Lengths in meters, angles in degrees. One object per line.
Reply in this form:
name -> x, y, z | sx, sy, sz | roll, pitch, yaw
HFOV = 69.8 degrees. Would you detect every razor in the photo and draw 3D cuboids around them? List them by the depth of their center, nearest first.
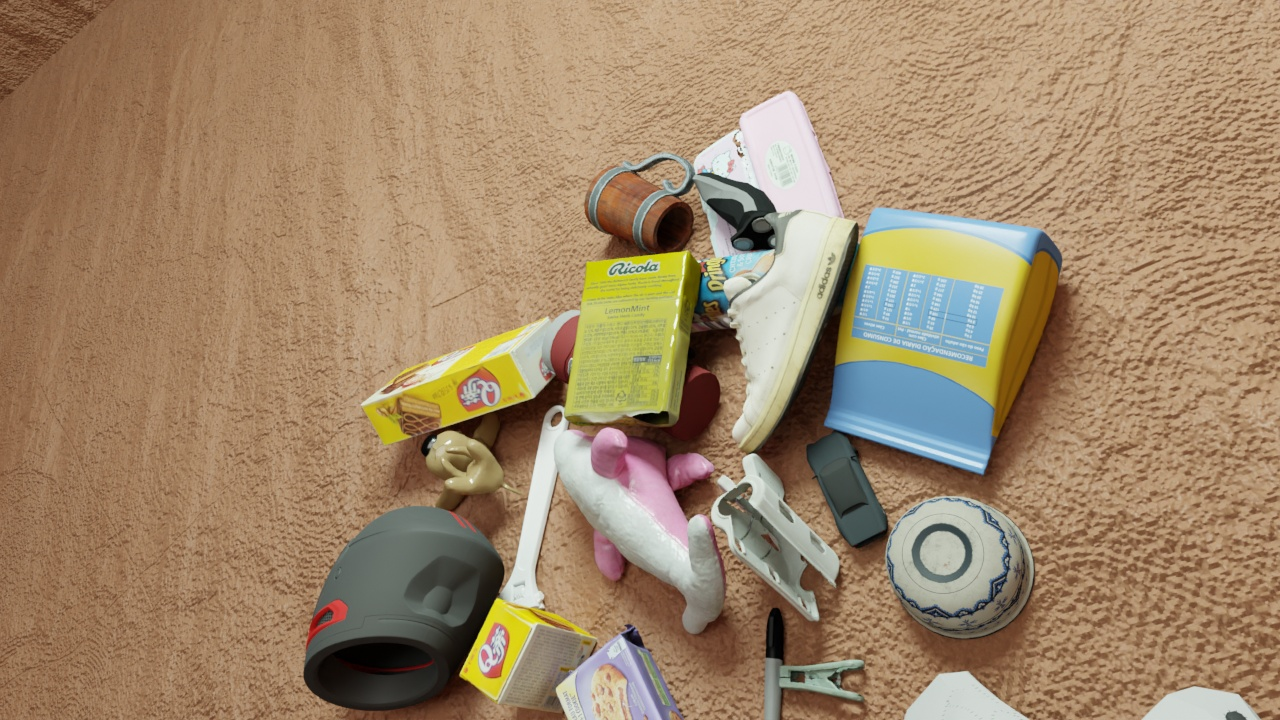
razor -> 0.101, -0.166, 0.973 | 0.060, 0.057, 0.156 | -43, 41, 13

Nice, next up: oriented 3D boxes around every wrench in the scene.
wrench -> -0.117, 0.179, 1.020 | 0.066, 0.018, 0.272 | -4, 64, 33

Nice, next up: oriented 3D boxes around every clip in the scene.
clip -> 0.155, 0.271, 0.784 | 0.075, 0.023, 0.035 | -10, 64, 33
clip -> 0.122, 0.142, 0.816 | 0.092, 0.126, 0.151 | -33, 28, 20

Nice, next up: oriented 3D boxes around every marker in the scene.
marker -> 0.115, 0.286, 0.803 | 0.016, 0.022, 0.138 | -6, 63, 26

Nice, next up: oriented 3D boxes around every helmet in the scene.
helmet -> -0.249, 0.247, 0.978 | 0.265, 0.164, 0.169 | -40, 32, 34

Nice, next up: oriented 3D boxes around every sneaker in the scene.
sneaker -> 0.117, -0.029, 0.856 | 0.102, 0.088, 0.242 | 24, 109, 13

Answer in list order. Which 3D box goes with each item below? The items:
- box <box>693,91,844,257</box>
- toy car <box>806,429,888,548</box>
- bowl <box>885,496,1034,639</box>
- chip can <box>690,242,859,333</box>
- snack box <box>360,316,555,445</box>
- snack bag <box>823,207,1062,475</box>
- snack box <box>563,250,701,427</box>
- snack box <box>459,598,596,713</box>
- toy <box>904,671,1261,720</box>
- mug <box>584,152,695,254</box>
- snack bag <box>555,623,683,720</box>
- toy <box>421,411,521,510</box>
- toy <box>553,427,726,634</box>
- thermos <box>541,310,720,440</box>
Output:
box -> 0.133, -0.190, 1.011 | 0.155, 0.044, 0.201 | -26, 56, 23
toy car -> 0.186, 0.114, 0.831 | 0.046, 0.034, 0.112 | -32, 53, 18
bowl -> 0.253, 0.163, 0.745 | 0.116, 0.059, 0.115 | -15, 60, 28
chip can -> 0.113, -0.072, 0.944 | 0.230, 0.080, 0.079 | -5, 65, 30
snack box -> -0.208, 0.025, 1.094 | 0.231, 0.062, 0.109 | -18, 17, 26
snack bag -> 0.260, -0.019, 0.811 | 0.159, 0.102, 0.205 | 17, 89, 38
snack box -> -0.008, -0.018, 0.918 | 0.121, 0.045, 0.180 | -4, 66, 28
snack box -> -0.109, 0.290, 0.900 | 0.061, 0.105, 0.083 | 19, 79, 39
toy -> 0.284, 0.293, 0.619 | 0.267, 0.141, 0.247 | -33, 30, -14
mug -> 0.007, -0.189, 1.068 | 0.111, 0.081, 0.117 | 33, 106, 36
snack bag -> 0.004, 0.352, 0.825 | 0.096, 0.058, 0.205 | -41, 54, 14
toy -> -0.196, 0.121, 1.051 | 0.134, 0.105, 0.108 | -62, 28, -6
toy -> 0.014, 0.137, 0.901 | 0.127, 0.187, 0.265 | -22, 41, -26
thermos -> -0.006, 0.006, 0.992 | 0.199, 0.084, 0.107 | 26, 53, 38
